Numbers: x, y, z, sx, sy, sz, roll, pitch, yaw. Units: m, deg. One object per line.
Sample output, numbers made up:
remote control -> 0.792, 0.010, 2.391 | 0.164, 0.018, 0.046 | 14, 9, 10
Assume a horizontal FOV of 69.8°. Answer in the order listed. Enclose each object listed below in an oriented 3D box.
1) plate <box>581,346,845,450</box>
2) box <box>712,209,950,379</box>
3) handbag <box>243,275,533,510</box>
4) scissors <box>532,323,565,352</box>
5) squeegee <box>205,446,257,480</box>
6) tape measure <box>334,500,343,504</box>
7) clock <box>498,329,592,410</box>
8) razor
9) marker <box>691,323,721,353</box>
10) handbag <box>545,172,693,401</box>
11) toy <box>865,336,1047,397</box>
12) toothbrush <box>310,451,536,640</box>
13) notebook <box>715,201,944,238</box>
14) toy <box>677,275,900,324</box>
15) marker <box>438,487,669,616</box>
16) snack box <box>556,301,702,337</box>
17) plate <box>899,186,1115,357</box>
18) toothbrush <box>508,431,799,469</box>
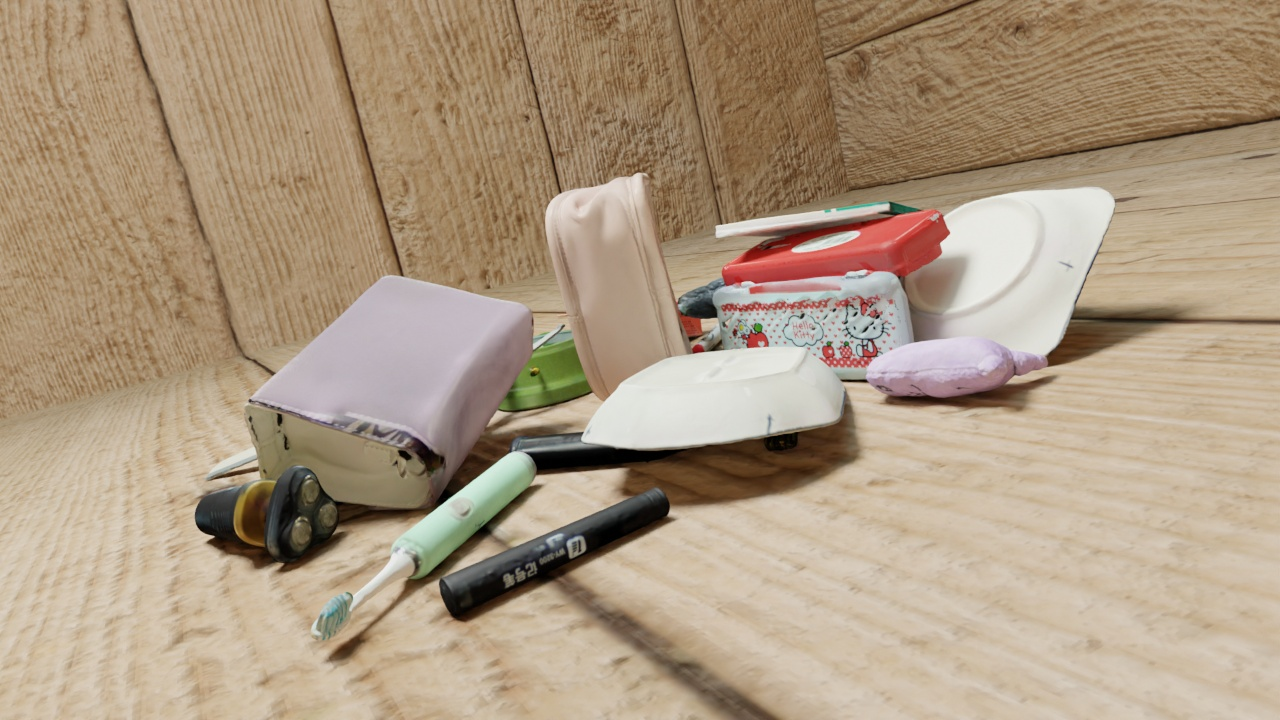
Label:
plate -> 0.057, 0.018, 0.630 | 0.162, 0.034, 0.265 | -5, 5, 15
box -> 0.152, -0.047, 0.745 | 0.112, 0.100, 0.202 | -33, 18, -31
handbag -> -0.181, 0.023, 0.707 | 0.145, 0.099, 0.196 | 6, 34, 14
scissors -> -0.167, 0.034, 0.819 | 0.231, 0.022, 0.220 | -25, 23, 7
squeegee -> -0.298, 0.042, 0.990 | 0.247, 0.039, 0.246 | -21, 3, 16
tape measure -> -0.235, 0.095, 0.720 | 0.058, 0.025, 0.054 | -11, 9, 17
clock -> -0.104, 0.007, 0.941 | 0.116, 0.056, 0.161 | -18, 11, -31
razor -> -0.267, 0.108, 0.641 | 0.067, 0.062, 0.168 | 17, -19, -40
marker -> 0.071, -0.019, 0.963 | 0.017, 0.017, 0.145 | -10, 11, 20
handbag -> -0.003, -0.086, 0.857 | 0.093, 0.193, 0.233 | -10, 21, 13
toy -> 0.202, 0.005, 0.605 | 0.083, 0.039, 0.108 | -3, -4, -42
toothbrush -> -0.117, 0.100, 0.529 | 0.026, 0.027, 0.224 | 28, 21, 10
notebook -> 0.179, -0.124, 0.832 | 0.151, 0.012, 0.208 | -3, 4, 30
toy -> 0.208, -0.077, 0.872 | 0.357, 0.091, 0.137 | -5, 4, 31
marker -> -0.042, 0.096, 0.477 | 0.131, 0.020, 0.022 | -19, -5, -32
snack box -> -0.012, -0.040, 1.058 | 0.127, 0.044, 0.113 | -6, 1, 37
plate -> 0.256, -0.070, 0.691 | 0.164, 0.034, 0.164 | 3, 58, 56
toothbrush -> 0.005, 0.057, 0.619 | 0.213, 0.026, 0.027 | -7, 47, 27
